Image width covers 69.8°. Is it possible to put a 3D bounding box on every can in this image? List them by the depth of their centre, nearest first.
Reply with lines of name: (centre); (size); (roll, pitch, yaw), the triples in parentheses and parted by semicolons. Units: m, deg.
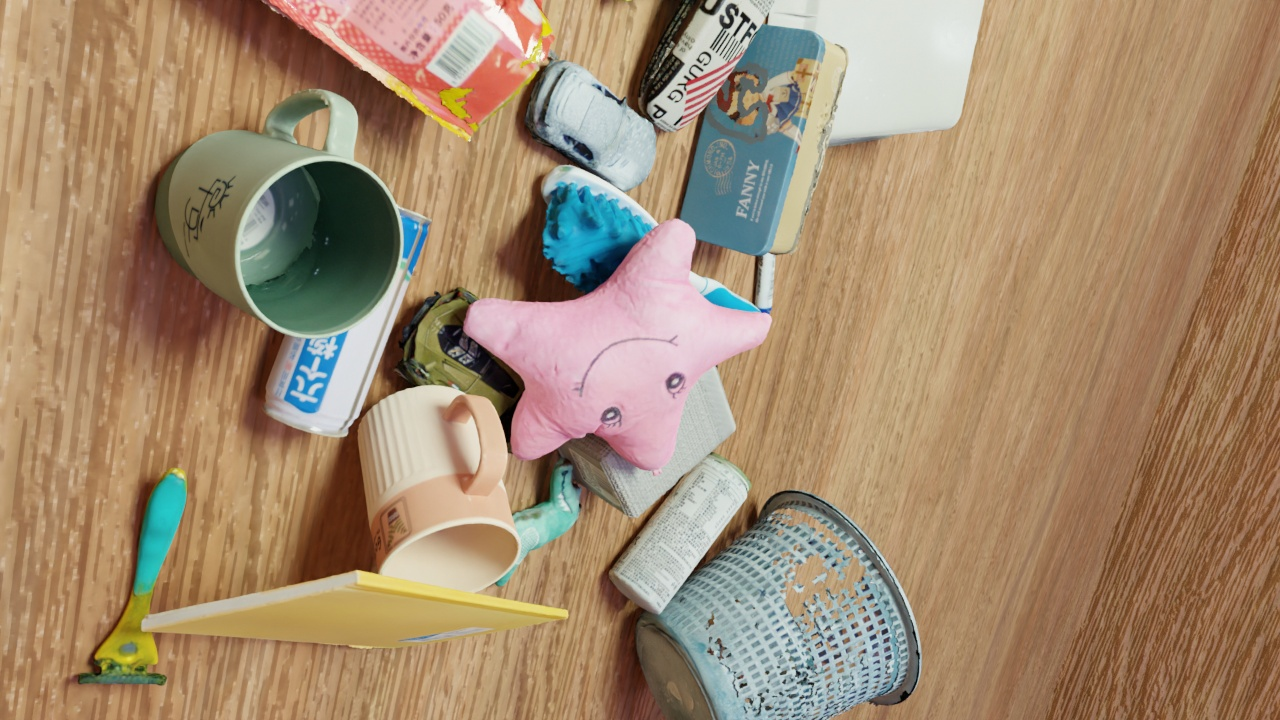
can: (-0.167, -0.027, 0.519); (0.053, 0.053, 0.134); (19, 94, -50)
can: (0.037, 0.154, 0.825); (0.146, 0.058, 0.058); (-50, 137, -20)

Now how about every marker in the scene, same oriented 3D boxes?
marker: (0.114, -0.109, 0.819); (0.016, 0.017, 0.146); (-22, 123, -40)

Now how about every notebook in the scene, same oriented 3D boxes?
notebook: (-0.155, 0.153, 0.541); (0.206, 0.146, 0.010); (37, 42, -58)

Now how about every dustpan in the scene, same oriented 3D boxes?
dustpan: (0.206, -0.304, 0.834); (0.257, 0.142, 0.223); (-1, 111, -17)

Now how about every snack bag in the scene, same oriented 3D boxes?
snack bag: (-0.134, -0.209, 0.446); (0.207, 0.073, 0.128); (33, 79, -44)

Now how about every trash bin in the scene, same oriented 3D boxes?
trash bin: (0.112, 0.262, 0.861); (0.194, 0.226, 0.227); (-22, 124, -26)

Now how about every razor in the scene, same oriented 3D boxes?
razor: (-0.266, 0.116, 0.496); (0.043, 0.028, 0.133); (13, 103, -27)

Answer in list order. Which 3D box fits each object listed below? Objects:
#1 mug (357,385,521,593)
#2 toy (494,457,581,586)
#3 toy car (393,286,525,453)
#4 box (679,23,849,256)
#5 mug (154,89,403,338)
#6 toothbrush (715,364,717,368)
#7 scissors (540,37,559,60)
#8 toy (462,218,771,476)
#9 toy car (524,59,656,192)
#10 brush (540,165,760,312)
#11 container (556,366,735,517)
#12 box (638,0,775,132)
mug: (-0.117, 0.069, 0.548); (0.081, 0.105, 0.115); (10, 131, -36)
toy: (-0.077, 0.120, 0.704); (0.091, 0.030, 0.097); (-28, 140, -41)
toy car: (-0.103, 0.011, 0.620); (0.070, 0.042, 0.158); (-56, 142, -12)
box: (0.093, -0.164, 0.714); (0.060, 0.090, 0.184); (-1, 107, -54)
mug: (-0.174, -0.078, 0.445); (0.082, 0.106, 0.112); (14, 97, -49)
toothbrush: (0.057, -0.001, 0.743); (0.016, 0.014, 0.189); (-31, 168, -2)
scissors: (-0.106, -0.225, 0.527); (0.177, 0.014, 0.159); (-44, 137, -28)
toy: (-0.004, 0.004, 0.605); (0.194, 0.074, 0.179); (-22, 123, -4)
toy car: (-0.029, -0.156, 0.625); (0.120, 0.037, 0.054); (25, 88, -52)
brush: (0.031, -0.056, 0.707); (0.061, 0.109, 0.314); (-35, 138, 20)
container: (-0.002, 0.048, 0.712); (0.114, 0.090, 0.090); (-42, 134, -22)
box: (0.056, -0.234, 0.645); (0.164, 0.055, 0.070); (-59, 168, 18)
